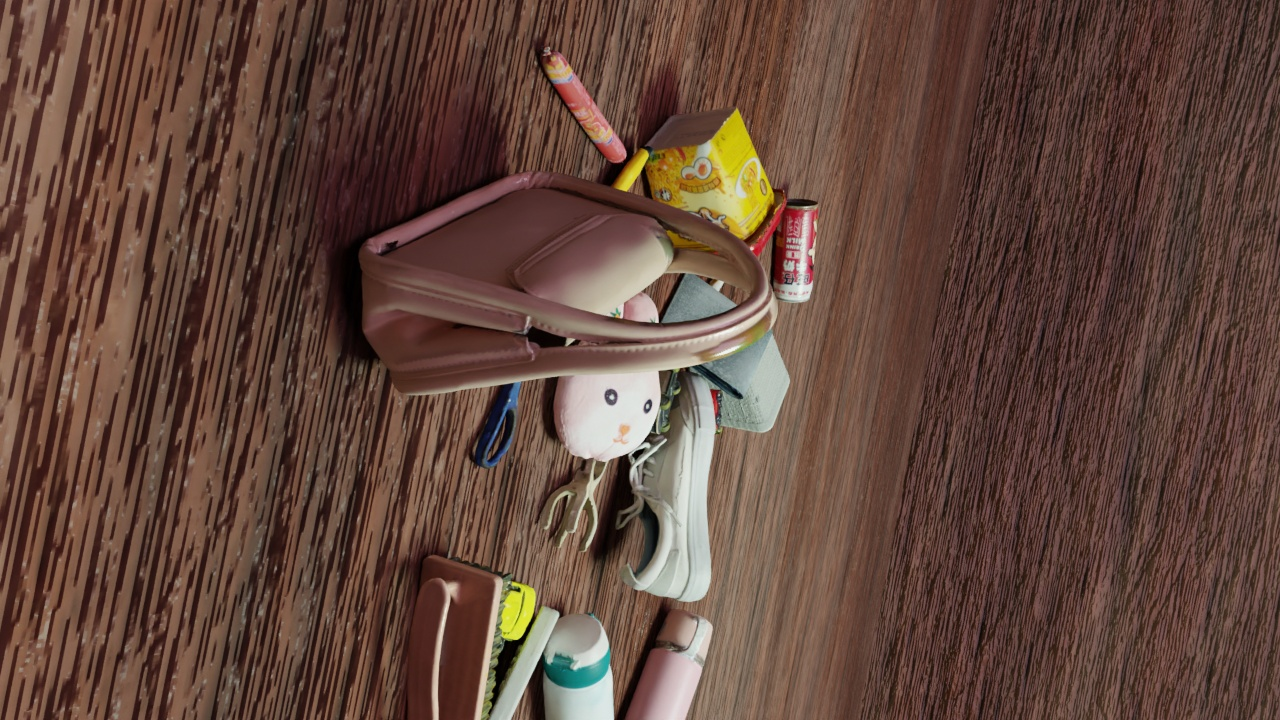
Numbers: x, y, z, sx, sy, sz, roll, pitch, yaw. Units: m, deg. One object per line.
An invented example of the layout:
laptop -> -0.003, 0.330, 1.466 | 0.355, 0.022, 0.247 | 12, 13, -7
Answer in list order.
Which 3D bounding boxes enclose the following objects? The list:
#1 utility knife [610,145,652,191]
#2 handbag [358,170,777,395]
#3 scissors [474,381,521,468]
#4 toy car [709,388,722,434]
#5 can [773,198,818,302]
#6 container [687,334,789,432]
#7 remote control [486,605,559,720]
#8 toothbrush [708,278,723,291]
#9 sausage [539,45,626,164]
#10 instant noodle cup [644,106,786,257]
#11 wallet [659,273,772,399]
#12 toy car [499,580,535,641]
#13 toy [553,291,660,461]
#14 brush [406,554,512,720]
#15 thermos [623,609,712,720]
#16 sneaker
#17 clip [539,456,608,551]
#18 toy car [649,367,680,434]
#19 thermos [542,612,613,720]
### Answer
utility knife -> -0.027, -0.140, 0.788 | 0.153, 0.015, 0.033 | -59, 180, -37
handbag -> -0.031, -0.045, 0.565 | 0.192, 0.234, 0.093 | -45, 136, -50
scissors -> -0.099, 0.003, 0.707 | 0.162, 0.012, 0.175 | 30, 70, -64
toy car -> 0.069, 0.066, 1.027 | 0.106, 0.031, 0.049 | 117, -22, -71
can -> 0.209, -0.148, 1.242 | 0.053, 0.053, 0.133 | -35, 130, -56
container -> 0.111, 0.010, 1.064 | 0.090, 0.090, 0.114 | -64, 147, -31
remote control -> -0.110, 0.278, 0.764 | 0.149, 0.021, 0.058 | -63, 177, -31
toothbrush -> 0.103, -0.116, 1.078 | 0.190, 0.016, 0.018 | -56, 135, -41
sausage -> -0.044, -0.199, 0.733 | 0.156, 0.020, 0.020 | 44, 60, -60
instant noodle cup -> 0.065, -0.167, 0.878 | 0.115, 0.116, 0.124 | -55, 135, -41
wallet -> 0.078, -0.028, 0.973 | 0.019, 0.121, 0.097 | -37, -159, 55
toy car -> -0.111, 0.200, 0.738 | 0.105, 0.032, 0.048 | 47, 57, -62
toy -> -0.025, 0.010, 0.810 | 0.121, 0.054, 0.159 | 14, 82, -50
brush -> -0.138, 0.216, 0.653 | 0.073, 0.063, 0.146 | -7, 108, -68
thermos -> 0.029, 0.385, 1.050 | 0.198, 0.067, 0.087 | -64, -173, -25
sneaker -> 0.021, 0.122, 0.943 | 0.090, 0.090, 0.241 | 131, -34, -59
clip -> -0.053, 0.130, 0.833 | 0.104, 0.035, 0.084 | -60, 147, -50
toy car -> 0.019, 0.033, 0.921 | 0.042, 0.035, 0.090 | 85, 14, -46
thermos -> -0.056, 0.343, 0.870 | 0.073, 0.073, 0.224 | -38, 132, -55
